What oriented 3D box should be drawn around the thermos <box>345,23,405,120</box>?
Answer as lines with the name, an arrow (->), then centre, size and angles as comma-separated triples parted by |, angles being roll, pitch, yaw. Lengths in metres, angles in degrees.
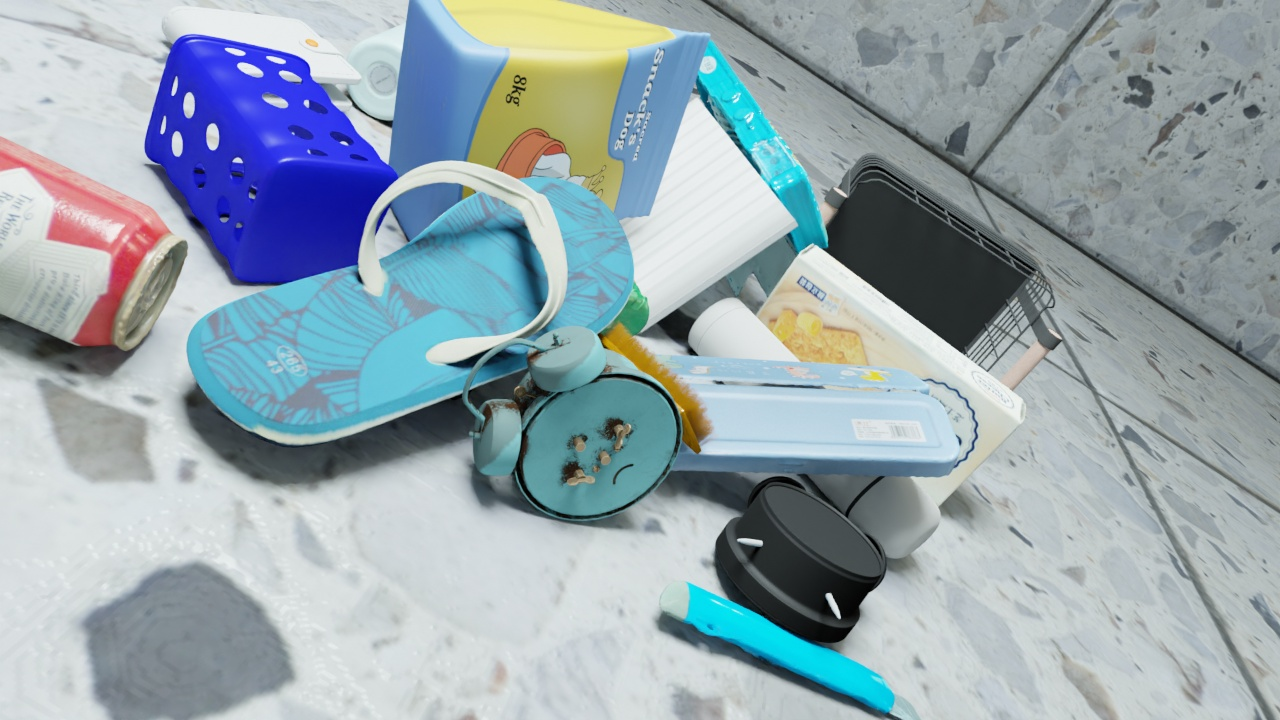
thermos -> -0.194, -0.268, 0.814 | 0.078, 0.065, 0.206 | 31, 27, -10

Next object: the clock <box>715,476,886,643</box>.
clock -> 0.095, 0.108, 0.525 | 0.091, 0.043, 0.120 | 36, 18, 15

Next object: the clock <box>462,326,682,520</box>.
clock -> -0.036, 0.030, 0.465 | 0.124, 0.090, 0.053 | 37, 9, -35

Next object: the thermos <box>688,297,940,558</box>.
thermos -> 0.121, 0.045, 0.659 | 0.052, 0.052, 0.224 | -2, 43, -49

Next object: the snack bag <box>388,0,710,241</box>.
snack bag -> -0.058, -0.159, 0.634 | 0.204, 0.159, 0.102 | -8, 46, -31

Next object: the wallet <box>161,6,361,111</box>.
wallet -> -0.286, -0.232, 0.684 | 0.115, 0.038, 0.118 | 43, 31, 18

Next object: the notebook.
notebook -> 0.024, -0.125, 0.747 | 0.009, 0.143, 0.209 | 48, 12, -43

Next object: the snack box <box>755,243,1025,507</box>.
snack box -> 0.185, 0.013, 0.729 | 0.208, 0.104, 0.057 | 39, 30, 9

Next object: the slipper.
slipper -> -0.087, -0.045, 0.477 | 0.118, 0.060, 0.293 | 47, 41, 8

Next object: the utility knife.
utility knife -> 0.082, 0.154, 0.476 | 0.174, 0.015, 0.031 | 28, 30, -15

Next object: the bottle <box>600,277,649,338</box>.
bottle -> -0.024, -0.062, 0.686 | 0.043, 0.043, 0.111 | 19, 30, -27

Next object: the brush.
brush -> -0.003, 0.003, 0.545 | 0.126, 0.017, 0.048 | 42, -14, 39

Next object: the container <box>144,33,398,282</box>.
container -> -0.206, -0.110, 0.514 | 0.113, 0.085, 0.084 | 48, 31, 23

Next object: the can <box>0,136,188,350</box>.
can -> -0.281, -0.065, 0.374 | 0.170, 0.067, 0.067 | 26, 28, -15

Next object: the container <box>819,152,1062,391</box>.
container -> 0.251, -0.067, 0.867 | 0.241, 0.163, 0.130 | 33, 27, -2

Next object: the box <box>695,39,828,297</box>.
box -> 0.096, -0.163, 0.835 | 0.071, 0.182, 0.226 | -13, 49, -11

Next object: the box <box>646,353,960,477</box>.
box -> 0.089, 0.025, 0.590 | 0.209, 0.034, 0.127 | 3, 31, -4

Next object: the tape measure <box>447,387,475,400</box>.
tape measure -> -0.112, -0.011, 0.506 | 0.067, 0.038, 0.062 | 9, 36, -42
